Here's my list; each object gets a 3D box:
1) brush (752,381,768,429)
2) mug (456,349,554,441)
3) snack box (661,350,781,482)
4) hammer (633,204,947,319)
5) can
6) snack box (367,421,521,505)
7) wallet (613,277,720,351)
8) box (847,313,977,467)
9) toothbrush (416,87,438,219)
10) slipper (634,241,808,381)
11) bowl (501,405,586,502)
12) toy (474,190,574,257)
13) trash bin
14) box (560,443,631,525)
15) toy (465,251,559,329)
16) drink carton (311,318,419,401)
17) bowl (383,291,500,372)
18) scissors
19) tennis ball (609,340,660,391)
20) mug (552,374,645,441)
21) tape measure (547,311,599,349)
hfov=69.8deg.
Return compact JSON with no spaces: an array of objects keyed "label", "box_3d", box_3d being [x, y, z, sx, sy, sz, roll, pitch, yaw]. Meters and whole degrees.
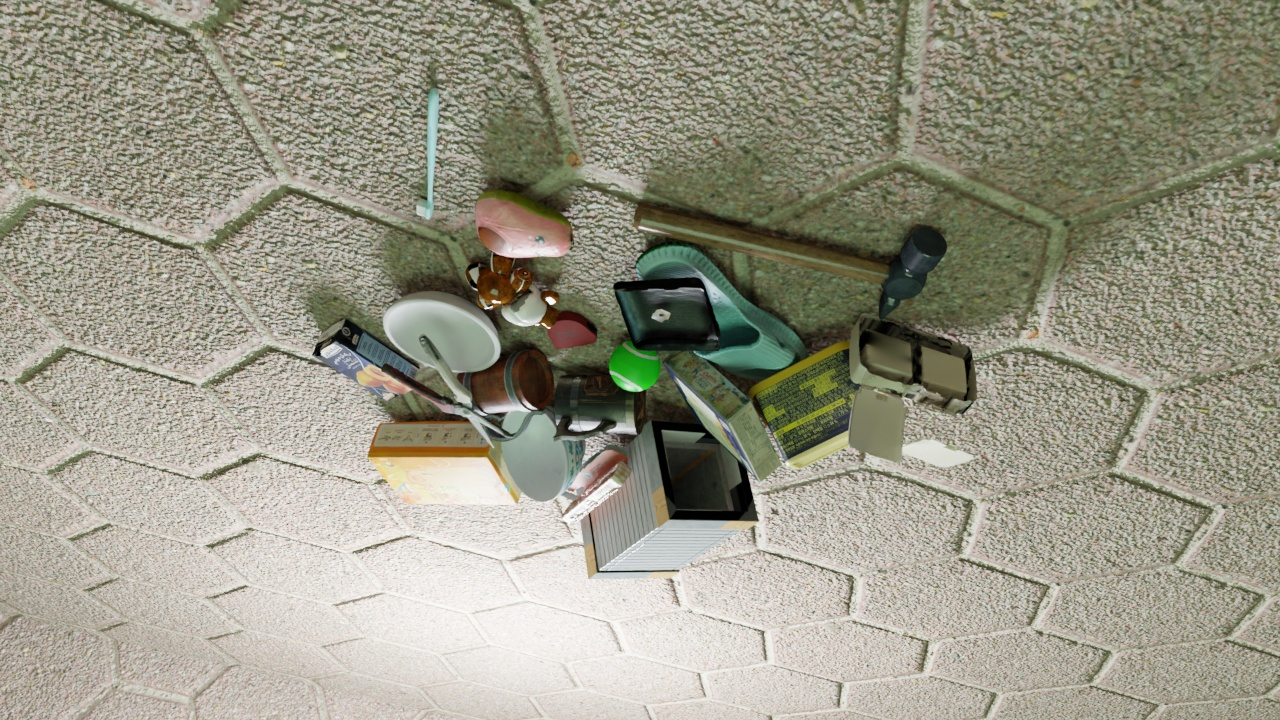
[{"label":"brush","box_3d":[0.173,0.060,1.214,0.048,0.017,0.126,-7,153,20]},{"label":"mug","box_3d":[-0.178,0.050,1.227,0.111,0.081,0.117,-10,104,29]},{"label":"snack box","box_3d":[0.104,0.066,1.161,0.042,0.145,0.144,-38,136,-6]},{"label":"hammer","box_3d":[0.150,-0.119,0.989,0.321,0.040,0.130,13,147,-4]},{"label":"can","box_3d":[0.216,0.056,1.108,0.135,0.104,0.075,-28,159,14]},{"label":"snack box","box_3d":[-0.290,0.153,1.401,0.195,0.080,0.145,-1,142,14]},{"label":"wallet","box_3d":[0.032,-0.053,1.034,0.115,0.026,0.089,1,131,27]},{"label":"box","box_3d":[0.302,0.043,1.044,0.143,0.179,0.081,18,136,-2]},{"label":"toothbrush","box_3d":[-0.220,-0.212,0.955,0.016,0.016,0.181,21,143,-2]},{"label":"slipper","box_3d":[0.095,-0.038,1.082,0.116,0.069,0.276,-19,135,37]},{"label":"bowl","box_3d":[-0.127,0.124,1.316,0.074,0.144,0.144,-15,164,-44]},{"label":"toy","box_3d":[-0.125,-0.145,0.994,0.110,0.051,0.090,8,145,-1]},{"label":"trash bin","box_3d":[0.030,0.209,1.328,0.142,0.142,0.248,6,148,-29]},{"label":"box","box_3d":[-0.071,0.179,1.315,0.067,0.056,0.188,53,140,7]},{"label":"toy","box_3d":[-0.147,-0.078,1.085,0.087,0.067,0.112,-25,141,37]},{"label":"drink carton","box_3d":[-0.374,0.001,1.250,0.064,0.040,0.130,-24,133,35]},{"label":"bowl","box_3d":[-0.246,-0.044,1.159,0.149,0.043,0.150,8,145,5]},{"label":"scissors","box_3d":[-0.254,0.038,1.195,0.199,0.015,0.180,18,137,12]},{"label":"tennis ball","box_3d":[-0.007,0.007,1.161,0.065,0.065,0.065,6,143,4]},{"label":"mug","box_3d":[-0.056,0.068,1.214,0.107,0.115,0.080,1,126,12]},{"label":"tape measure","box_3d":[-0.087,-0.040,1.154,0.059,0.019,0.051,-10,138,12]}]
